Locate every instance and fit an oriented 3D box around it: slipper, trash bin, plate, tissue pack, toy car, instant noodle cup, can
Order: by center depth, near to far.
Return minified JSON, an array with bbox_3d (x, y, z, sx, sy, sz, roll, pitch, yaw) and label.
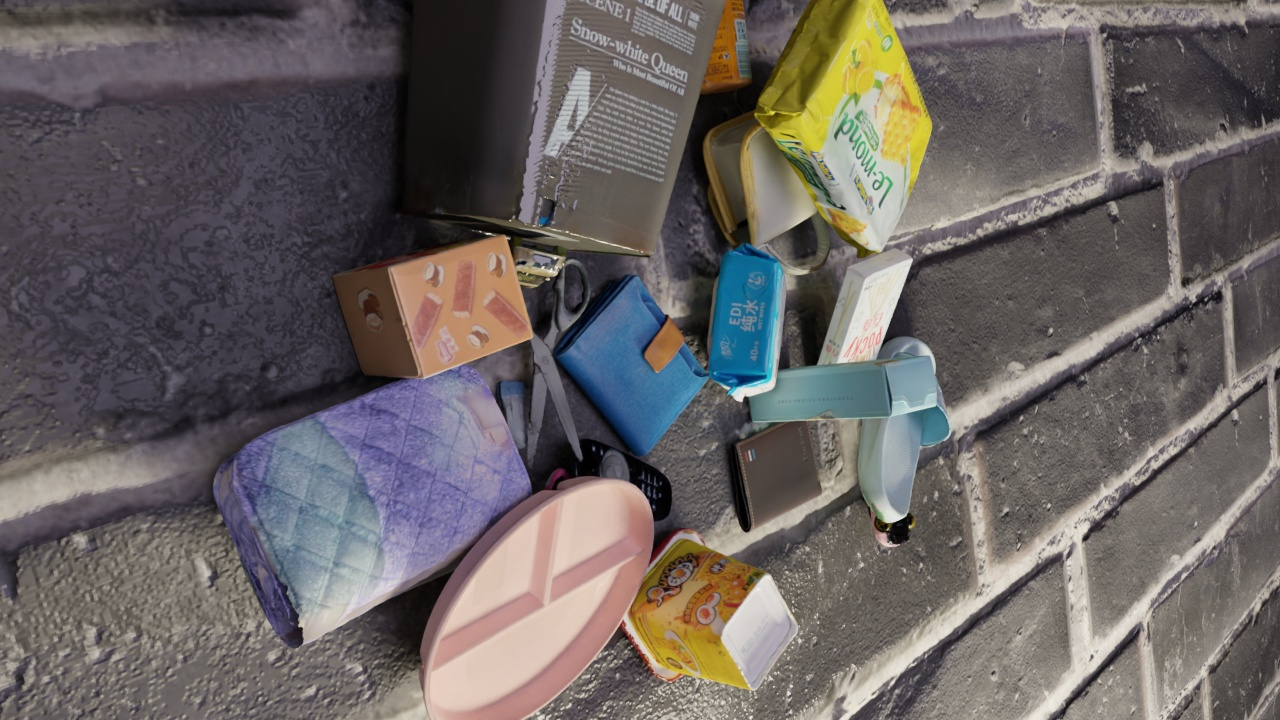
[{"bbox_3d":[-0.063,-0.197,0.659,0.198,0.199,0.220,8,92,-41],"label":"trash bin"},{"bbox_3d":[-0.087,-0.073,0.683,0.042,0.090,0.035,8,90,-26],"label":"toy car"},{"bbox_3d":[-0.077,0.186,0.706,0.228,0.028,0.230,-32,138,-35],"label":"plate"},{"bbox_3d":[0.061,0.227,0.818,0.116,0.124,0.116,-44,119,-30],"label":"instant noodle cup"},{"bbox_3d":[0.066,-0.323,0.843,0.058,0.058,0.146,-16,102,-39],"label":"can"},{"bbox_3d":[0.099,-0.033,0.864,0.090,0.063,0.140,29,67,-75],"label":"tissue pack"},{"bbox_3d":[0.300,0.068,1.024,0.104,0.074,0.244,49,46,-31],"label":"slipper"},{"bbox_3d":[0.286,0.154,1.067,0.056,0.037,0.122,5,76,-41],"label":"toy car"}]

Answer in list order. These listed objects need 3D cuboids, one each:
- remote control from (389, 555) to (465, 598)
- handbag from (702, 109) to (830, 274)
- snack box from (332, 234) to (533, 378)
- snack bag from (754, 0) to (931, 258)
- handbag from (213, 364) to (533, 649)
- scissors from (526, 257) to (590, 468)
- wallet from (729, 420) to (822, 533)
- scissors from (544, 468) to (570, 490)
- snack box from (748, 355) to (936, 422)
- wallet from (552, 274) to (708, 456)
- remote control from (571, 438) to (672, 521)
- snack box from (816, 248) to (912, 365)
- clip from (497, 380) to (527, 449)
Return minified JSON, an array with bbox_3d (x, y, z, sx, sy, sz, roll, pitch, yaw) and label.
[{"bbox_3d":[-0.151,0.133,0.700,0.149,0.021,0.058,-18,104,-38],"label":"remote control"},{"bbox_3d":[0.139,-0.163,0.916,0.163,0.063,0.179,-33,120,-36],"label":"handbag"},{"bbox_3d":[-0.147,-0.039,0.649,0.094,0.093,0.077,-24,107,-37],"label":"snack box"},{"bbox_3d":[0.197,-0.224,0.867,0.246,0.068,0.157,42,71,-47],"label":"snack bag"},{"bbox_3d":[-0.177,0.091,0.631,0.193,0.076,0.134,-24,90,-38],"label":"handbag"},{"bbox_3d":[-0.079,-0.007,0.740,0.173,0.014,0.159,44,70,-18],"label":"scissors"},{"bbox_3d":[0.141,0.114,0.952,0.122,0.020,0.096,-17,103,-41],"label":"wallet"},{"bbox_3d":[-0.070,0.161,0.764,0.105,0.017,0.136,34,66,-52],"label":"scissors"},{"bbox_3d":[0.190,0.029,0.888,0.074,0.175,0.051,-7,90,-40],"label":"snack box"},{"bbox_3d":[-0.005,0.005,0.811,0.106,0.040,0.133,-49,121,-23],"label":"wallet"},{"bbox_3d":[-0.019,0.107,0.804,0.136,0.024,0.053,31,57,-45],"label":"remote control"},{"bbox_3d":[0.231,-0.037,0.969,0.084,0.027,0.157,-23,136,-37],"label":"snack box"},{"bbox_3d":[-0.104,0.044,0.739,0.024,0.029,0.056,8,80,-42],"label":"clip"}]
